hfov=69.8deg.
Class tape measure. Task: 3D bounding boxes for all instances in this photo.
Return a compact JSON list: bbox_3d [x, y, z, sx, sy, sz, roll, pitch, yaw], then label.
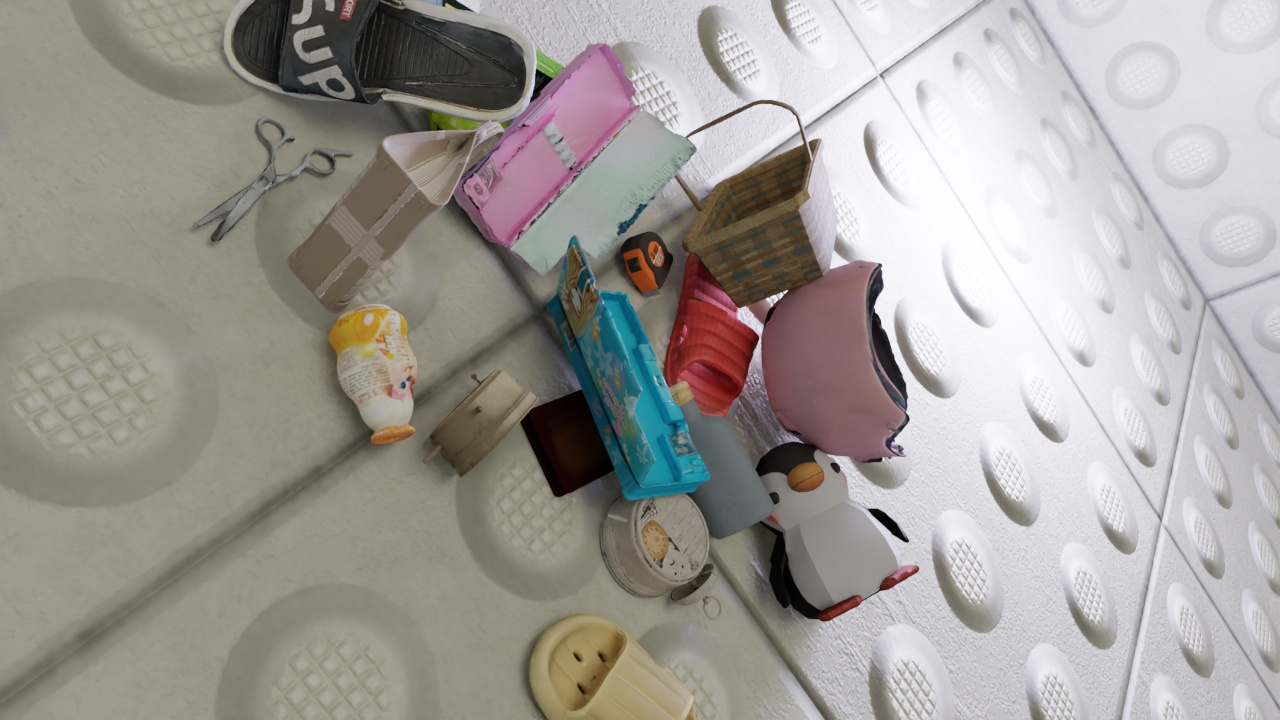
[{"bbox_3d":[0.003,-0.111,1.020,0.059,0.038,0.058,49,44,-32],"label":"tape measure"}]

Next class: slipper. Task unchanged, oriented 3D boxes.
[{"bbox_3d":[0.017,0.318,0.790,0.261,0.079,0.111,52,41,-11],"label":"slipper"},{"bbox_3d":[0.089,-0.037,1.045,0.103,0.059,0.248,31,50,-27],"label":"slipper"},{"bbox_3d":[-0.221,-0.267,0.782,0.263,0.063,0.111,10,103,-11],"label":"slipper"}]

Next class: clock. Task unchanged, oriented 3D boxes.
[{"bbox_3d":[0.033,0.185,0.880,0.157,0.061,0.103,52,44,-7],"label":"clock"},{"bbox_3d":[-0.133,0.042,0.791,0.054,0.093,0.140,45,20,-7],"label":"clock"}]

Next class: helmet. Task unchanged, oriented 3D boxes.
[{"bbox_3d":[0.220,0.009,1.054,0.255,0.153,0.230,8,70,-76],"label":"helmet"}]

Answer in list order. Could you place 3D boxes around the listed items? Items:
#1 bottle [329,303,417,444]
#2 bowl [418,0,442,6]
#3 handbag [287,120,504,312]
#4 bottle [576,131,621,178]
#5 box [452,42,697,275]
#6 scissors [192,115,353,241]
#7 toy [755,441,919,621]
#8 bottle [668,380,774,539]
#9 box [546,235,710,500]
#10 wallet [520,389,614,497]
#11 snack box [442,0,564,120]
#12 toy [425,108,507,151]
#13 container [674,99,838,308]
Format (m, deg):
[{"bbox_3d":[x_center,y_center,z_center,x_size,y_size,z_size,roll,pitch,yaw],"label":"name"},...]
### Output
[{"bbox_3d":[-0.211,0.012,0.741,0.063,0.063,0.109,-3,71,-43],"label":"bottle"},{"bbox_3d":[-0.253,-0.341,0.830,0.137,0.057,0.137,0,71,0],"label":"bowl"},{"bbox_3d":[-0.178,-0.147,0.774,0.062,0.176,0.197,49,42,-10],"label":"handbag"},{"bbox_3d":[-0.047,-0.228,1.006,0.070,0.071,0.164,-25,87,-46],"label":"bottle"},{"bbox_3d":[-0.065,-0.194,0.927,0.160,0.063,0.230,45,69,-14],"label":"box"},{"bbox_3d":[-0.303,-0.146,0.771,0.117,0.014,0.161,20,54,-34],"label":"scissors"},{"bbox_3d":[0.188,0.180,1.002,0.159,0.140,0.184,-23,75,-15],"label":"toy"},{"bbox_3d":[0.070,0.099,0.950,0.161,0.072,0.046,61,11,0],"label":"bottle"},{"bbox_3d":[-0.025,0.015,0.866,0.227,0.085,0.170,66,10,25],"label":"box"},{"bbox_3d":[-0.054,0.075,0.889,0.115,0.018,0.091,-21,84,-48],"label":"wallet"},{"bbox_3d":[-0.160,-0.303,0.931,0.147,0.080,0.025,23,56,-33],"label":"snack box"},{"bbox_3d":[-0.173,-0.235,0.920,0.094,0.036,0.093,51,39,-21],"label":"toy"},{"bbox_3d":[0.134,-0.196,1.060,0.186,0.158,0.249,61,25,-18],"label":"container"}]
